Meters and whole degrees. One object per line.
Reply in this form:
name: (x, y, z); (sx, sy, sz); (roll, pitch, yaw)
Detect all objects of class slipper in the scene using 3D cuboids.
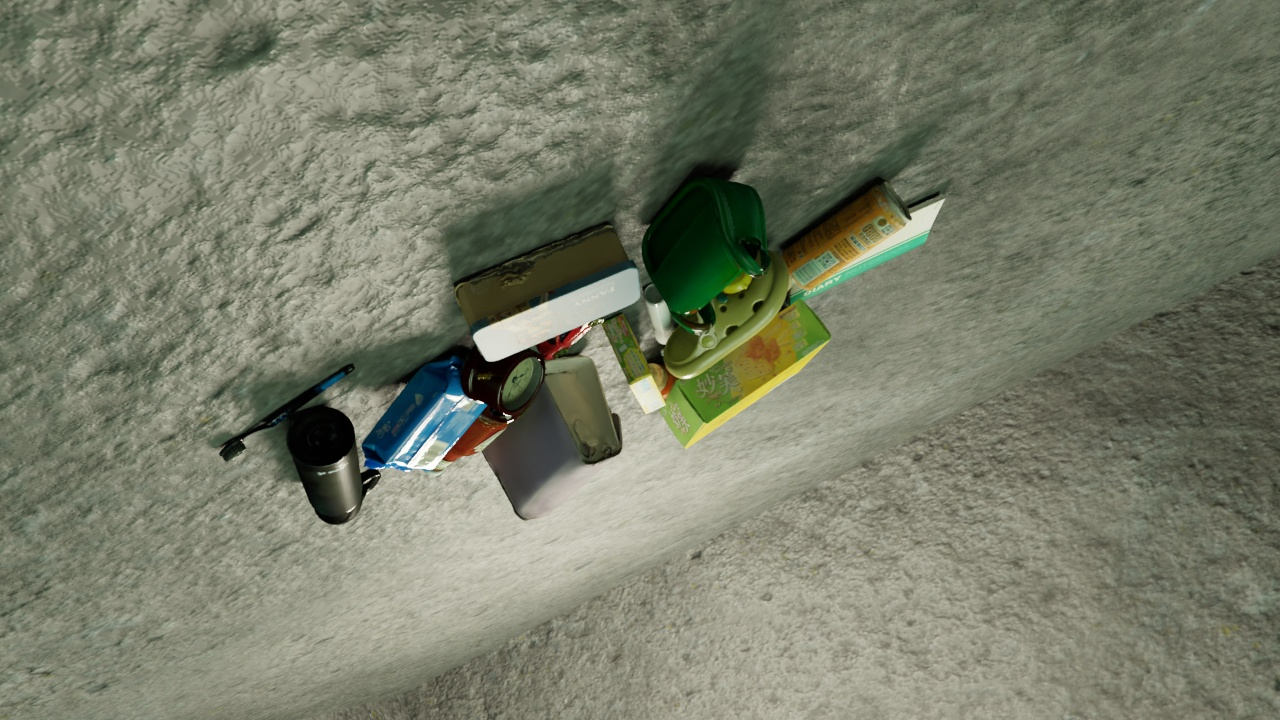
slipper: (0.086, -0.058, 1.061); (0.081, 0.091, 0.191); (30, 116, -37)

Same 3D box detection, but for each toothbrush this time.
toothbrush: (0.028, -0.041, 1.130); (0.026, 0.026, 0.221); (-7, 162, 4)
toothbrush: (-0.362, 0.056, 0.939); (0.190, 0.016, 0.014); (-31, 167, 15)

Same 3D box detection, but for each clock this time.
clock: (-0.142, 0.021, 0.988); (0.082, 0.055, 0.122); (-55, 153, -19)

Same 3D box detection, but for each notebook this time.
notebook: (0.289, -0.141, 1.204); (0.209, 0.012, 0.150); (-25, 162, 0)

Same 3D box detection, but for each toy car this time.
toy car: (-0.080, -0.041, 0.968); (0.031, 0.049, 0.107); (-1, 150, -47)

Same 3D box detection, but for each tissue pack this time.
tissue pack: (-0.233, 0.061, 1.013); (0.157, 0.052, 0.095); (-49, 155, 5)

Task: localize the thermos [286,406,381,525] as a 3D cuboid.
thermos: (-0.350, 0.123, 1.064); (0.089, 0.068, 0.243); (-32, 167, -24)

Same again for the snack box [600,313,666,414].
snack box: (-0.007, 0.007, 1.122); (0.034, 0.087, 0.140); (-24, 161, -1)

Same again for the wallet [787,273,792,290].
wallet: (0.158, -0.076, 1.146); (0.087, 0.024, 0.115); (-51, 168, 2)

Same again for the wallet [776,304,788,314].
wallet: (0.144, -0.048, 1.265); (0.097, 0.019, 0.120); (-36, 155, 31)

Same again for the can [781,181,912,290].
can: (0.236, -0.143, 1.064); (0.146, 0.058, 0.058); (-35, 158, 28)

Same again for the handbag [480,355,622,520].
handbag: (-0.112, 0.101, 1.158); (0.098, 0.145, 0.198); (-5, 154, -38)

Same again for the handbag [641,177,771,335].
handbag: (0.066, -0.102, 0.877); (0.067, 0.120, 0.132); (-1, 153, -37)

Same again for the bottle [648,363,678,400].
bottle: (0.040, 0.035, 1.299); (0.067, 0.066, 0.149); (-32, 152, 21)

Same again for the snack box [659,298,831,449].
snack box: (0.134, 0.020, 1.218); (0.209, 0.070, 0.158); (-32, 169, -15)

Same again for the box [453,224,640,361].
box: (-0.082, -0.067, 0.886); (0.184, 0.059, 0.090); (-22, 161, -3)

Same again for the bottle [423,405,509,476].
bottle: (-0.224, 0.094, 1.142); (0.059, 0.059, 0.207); (-9, 160, -38)
